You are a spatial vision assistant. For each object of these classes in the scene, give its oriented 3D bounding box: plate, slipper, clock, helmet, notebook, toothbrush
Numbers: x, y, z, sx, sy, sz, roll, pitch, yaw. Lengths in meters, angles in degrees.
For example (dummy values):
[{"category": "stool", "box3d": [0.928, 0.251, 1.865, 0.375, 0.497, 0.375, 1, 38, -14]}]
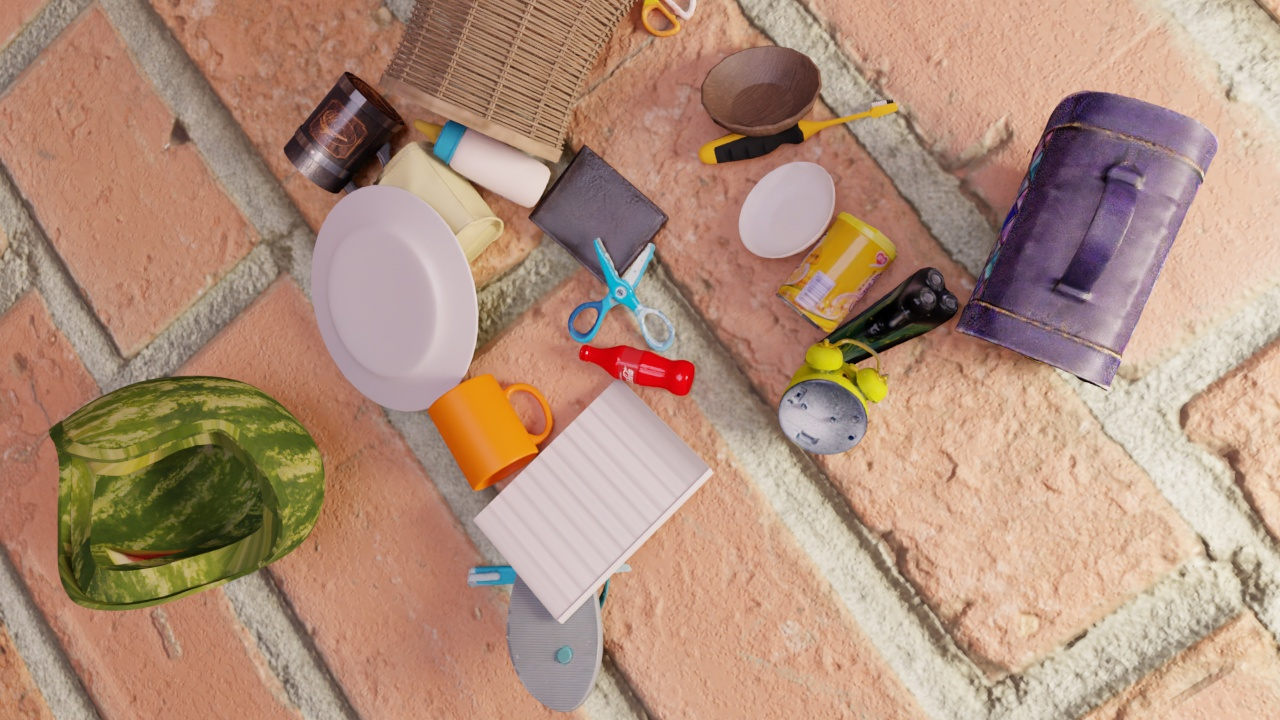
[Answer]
[{"category": "plate", "box3d": [0.146, -0.141, 0.892, 0.104, 0.026, 0.104, -19, 57, 32]}, {"category": "slipper", "box3d": [-0.081, 0.215, 0.936, 0.098, 0.055, 0.268, -2, 73, 12]}, {"category": "clock", "box3d": [0.179, 0.032, 0.856, 0.083, 0.056, 0.119, 30, 125, 3]}, {"category": "helmet", "box3d": [-0.460, 0.123, 0.947, 0.243, 0.246, 0.213, 31, 119, 54]}, {"category": "notebook", "box3d": [-0.049, 0.137, 0.921, 0.209, 0.009, 0.142, -45, 67, -3]}, {"category": "toothbrush", "box3d": [0.154, -0.226, 0.905, 0.197, 0.031, 0.030, -12, 53, 10]}, {"category": "plate", "box3d": [-0.270, -0.062, 0.970, 0.243, 0.016, 0.243, 8, 106, 30]}]

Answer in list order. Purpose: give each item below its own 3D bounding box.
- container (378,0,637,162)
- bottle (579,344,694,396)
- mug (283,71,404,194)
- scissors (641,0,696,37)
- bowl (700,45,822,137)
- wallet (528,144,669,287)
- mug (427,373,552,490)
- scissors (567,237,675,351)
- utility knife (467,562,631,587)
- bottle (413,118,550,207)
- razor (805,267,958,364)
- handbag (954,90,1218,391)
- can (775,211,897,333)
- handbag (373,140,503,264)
[{"category": "container", "box3d": [-0.128, -0.321, 0.886, 0.227, 0.226, 0.196, 27, 102, 14]}, {"category": "bottle", "box3d": [-0.005, 0.005, 0.935, 0.119, 0.036, 0.036, 14, 92, 15]}, {"category": "mug", "box3d": [-0.312, -0.235, 1.008, 0.116, 0.080, 0.107, 43, 101, -15]}, {"category": "scissors", "box3d": [0.005, -0.394, 0.956, 0.064, 0.013, 0.128, -42, 80, 9]}, {"category": "bowl", "box3d": [0.119, -0.257, 0.898, 0.118, 0.030, 0.117, -6, 57, 9]}, {"category": "wallet", "box3d": [-0.044, -0.149, 0.955, 0.120, 0.031, 0.099, 41, 101, 10]}, {"category": "mug", "box3d": [-0.148, 0.066, 0.957, 0.112, 0.078, 0.096, -29, 80, -16]}, {"category": "scissors", "box3d": [-0.026, -0.060, 0.943, 0.138, 0.011, 0.134, -24, 100, 21]}, {"category": "utility knife", "box3d": [-0.097, 0.226, 0.964, 0.181, 0.015, 0.022, -4, 91, 13]}, {"category": "bottle", "box3d": [-0.166, -0.210, 0.947, 0.146, 0.051, 0.051, 26, 95, -16]}, {"category": "razor", "box3d": [0.222, -0.031, 0.864, 0.152, 0.067, 0.054, -31, 78, 20]}, {"category": "handbag", "box3d": [0.355, -0.091, 0.748, 0.125, 0.222, 0.205, 24, 93, 14]}, {"category": "can", "box3d": [0.186, -0.083, 0.872, 0.067, 0.067, 0.105, 41, 98, 12]}, {"category": "handbag", "box3d": [-0.225, -0.156, 0.978, 0.111, 0.081, 0.119, -42, 81, 17]}]
